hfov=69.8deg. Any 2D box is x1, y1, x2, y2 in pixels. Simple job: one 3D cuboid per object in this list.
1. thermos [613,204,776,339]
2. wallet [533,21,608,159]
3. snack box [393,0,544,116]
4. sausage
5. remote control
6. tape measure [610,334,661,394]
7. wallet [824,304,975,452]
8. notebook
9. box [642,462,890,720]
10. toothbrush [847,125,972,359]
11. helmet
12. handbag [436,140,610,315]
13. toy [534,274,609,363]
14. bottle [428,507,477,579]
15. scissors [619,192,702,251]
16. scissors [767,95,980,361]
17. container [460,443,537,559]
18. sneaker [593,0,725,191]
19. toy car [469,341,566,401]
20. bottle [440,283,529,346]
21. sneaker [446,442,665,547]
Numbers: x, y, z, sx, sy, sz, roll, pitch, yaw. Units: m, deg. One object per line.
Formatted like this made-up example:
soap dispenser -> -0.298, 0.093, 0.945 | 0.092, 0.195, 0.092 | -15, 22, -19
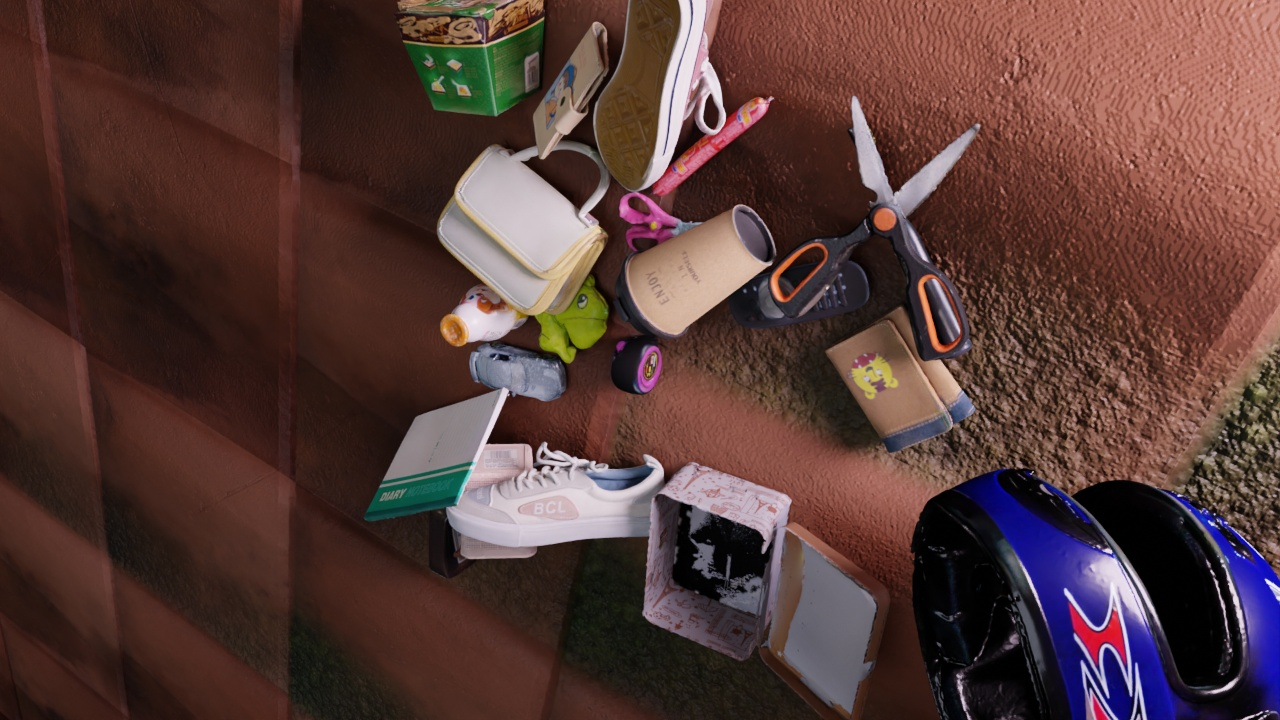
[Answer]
thermos -> 0.050, -0.082, 0.851 | 0.144, 0.092, 0.093 | -29, 94, 36
wallet -> -0.065, -0.249, 0.860 | 0.024, 0.087, 0.115 | 24, 132, -26
snack box -> -0.152, -0.298, 0.876 | 0.118, 0.118, 0.106 | 13, 130, 27
sausage -> 0.061, -0.195, 0.838 | 0.156, 0.020, 0.020 | -34, 91, 38
remote control -> 0.146, -0.061, 0.842 | 0.137, 0.024, 0.053 | -9, 105, 34
tape measure -> -0.006, 0.005, 0.947 | 0.039, 0.057, 0.057 | 13, 120, 28
wallet -> 0.230, 0.018, 0.822 | 0.090, 0.033, 0.115 | -33, 88, 39
notebook -> -0.242, 0.114, 1.077 | 0.012, 0.150, 0.210 | 39, 145, -28
box -> 0.128, 0.237, 0.935 | 0.260, 0.110, 0.179 | 17, 119, 26
toothbrush -> 0.225, -0.101, 0.775 | 0.027, 0.026, 0.212 | -26, 96, 3
helmet -> 0.357, 0.208, 0.694 | 0.240, 0.247, 0.316 | -17, 114, -7
handbag -> -0.111, -0.153, 0.933 | 0.163, 0.063, 0.179 | 41, 113, 15
toy -> -0.071, -0.043, 0.981 | 0.100, 0.031, 0.097 | 2, 106, 34
bottle -> -0.230, 0.178, 1.154 | 0.044, 0.079, 0.195 | 20, 118, 25
scissors -> 0.042, -0.120, 0.888 | 0.137, 0.017, 0.073 | 16, 129, 19
scissors -> 0.200, -0.099, 0.765 | 0.222, 0.021, 0.234 | -26, 93, 35
container -> -0.168, 0.164, 1.089 | 0.090, 0.089, 0.111 | 0, 113, -6
sneaker -> 0.025, -0.246, 0.797 | 0.118, 0.087, 0.242 | 49, 150, 19
toy car -> -0.141, 0.014, 1.051 | 0.121, 0.036, 0.054 | 11, 117, 24
bottle -> -0.168, -0.050, 0.991 | 0.063, 0.108, 0.063 | 13, 119, 26
sneaker -> -0.090, 0.142, 0.996 | 0.242, 0.089, 0.091 | -1, 107, -5
